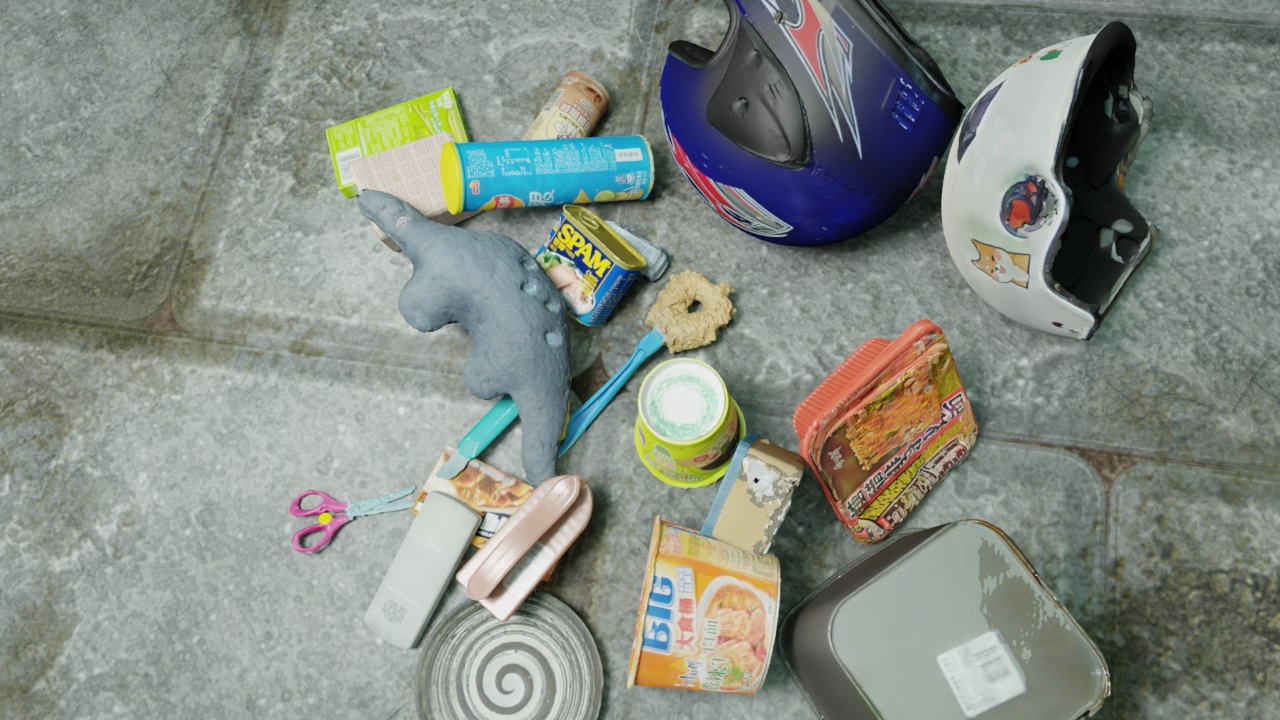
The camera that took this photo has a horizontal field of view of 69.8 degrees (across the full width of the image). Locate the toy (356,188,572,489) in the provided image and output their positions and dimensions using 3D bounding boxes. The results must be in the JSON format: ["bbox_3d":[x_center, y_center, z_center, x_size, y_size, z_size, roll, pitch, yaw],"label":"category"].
[{"bbox_3d":[-0.149,-0.047,0.903,0.138,0.091,0.356,-36,85,0],"label":"toy"}]

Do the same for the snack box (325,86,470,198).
[{"bbox_3d":[-0.276,-0.250,1.051,0.156,0.026,0.085,-19,71,1],"label":"snack box"}]

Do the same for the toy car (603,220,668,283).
[{"bbox_3d":[-0.014,-0.118,0.972,0.090,0.034,0.043,31,81,17],"label":"toy car"}]

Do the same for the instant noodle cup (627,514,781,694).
[{"bbox_3d":[0.055,0.218,0.800,0.111,0.151,0.151,10,73,2],"label":"instant noodle cup"}]

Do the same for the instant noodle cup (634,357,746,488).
[{"bbox_3d":[0.043,0.054,0.860,0.112,0.123,0.111,-2,72,6],"label":"instant noodle cup"}]

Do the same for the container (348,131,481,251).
[{"bbox_3d":[-0.237,-0.183,0.986,0.111,0.090,0.090,-22,87,-3],"label":"container"}]

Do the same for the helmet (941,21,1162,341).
[{"bbox_3d":[0.361,-0.156,0.840,0.157,0.274,0.229,7,39,43],"label":"helmet"}]

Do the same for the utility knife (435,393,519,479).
[{"bbox_3d":[-0.140,0.053,0.929,0.029,0.013,0.181,37,69,15],"label":"utility knife"}]

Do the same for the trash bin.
[{"bbox_3d":[0.234,0.237,0.728,0.199,0.220,0.198,-33,72,-6],"label":"trash bin"}]

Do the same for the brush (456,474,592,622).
[{"bbox_3d":[-0.099,0.164,0.841,0.063,0.073,0.145,39,81,17],"label":"brush"}]

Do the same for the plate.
[{"bbox_3d":[-0.122,0.300,0.855,0.179,0.024,0.179,-2,73,6],"label":"plate"}]

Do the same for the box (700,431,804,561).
[{"bbox_3d":[0.103,0.114,0.812,0.061,0.184,0.090,24,91,8],"label":"box"}]

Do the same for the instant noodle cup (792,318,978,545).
[{"bbox_3d":[0.214,0.060,0.829,0.164,0.189,0.079,-41,40,-8],"label":"instant noodle cup"}]

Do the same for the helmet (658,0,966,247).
[{"bbox_3d":[0.136,-0.256,0.883,0.241,0.246,0.315,-40,82,26],"label":"helmet"}]

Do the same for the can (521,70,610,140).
[{"bbox_3d":[-0.085,-0.259,1.013,0.058,0.058,0.116,28,77,15],"label":"can"}]

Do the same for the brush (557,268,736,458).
[{"bbox_3d":[-0.005,0.005,0.932,0.254,0.046,0.083,-45,76,-4],"label":"brush"}]

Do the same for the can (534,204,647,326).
[{"bbox_3d":[-0.057,-0.096,0.942,0.102,0.057,0.083,43,113,18],"label":"can"}]

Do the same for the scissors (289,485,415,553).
[{"bbox_3d":[-0.292,0.144,0.933,0.137,0.017,0.073,-21,61,-4],"label":"scissors"}]

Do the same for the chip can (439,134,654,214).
[{"bbox_3d":[-0.094,-0.193,0.944,0.210,0.071,0.071,-8,69,-23],"label":"chip can"}]

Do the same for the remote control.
[{"bbox_3d":[-0.209,0.201,0.882,0.058,0.021,0.150,29,92,13],"label":"remote control"}]

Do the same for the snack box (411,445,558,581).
[{"bbox_3d":[-0.142,0.150,0.904,0.154,0.026,0.075,24,77,14],"label":"snack box"}]
